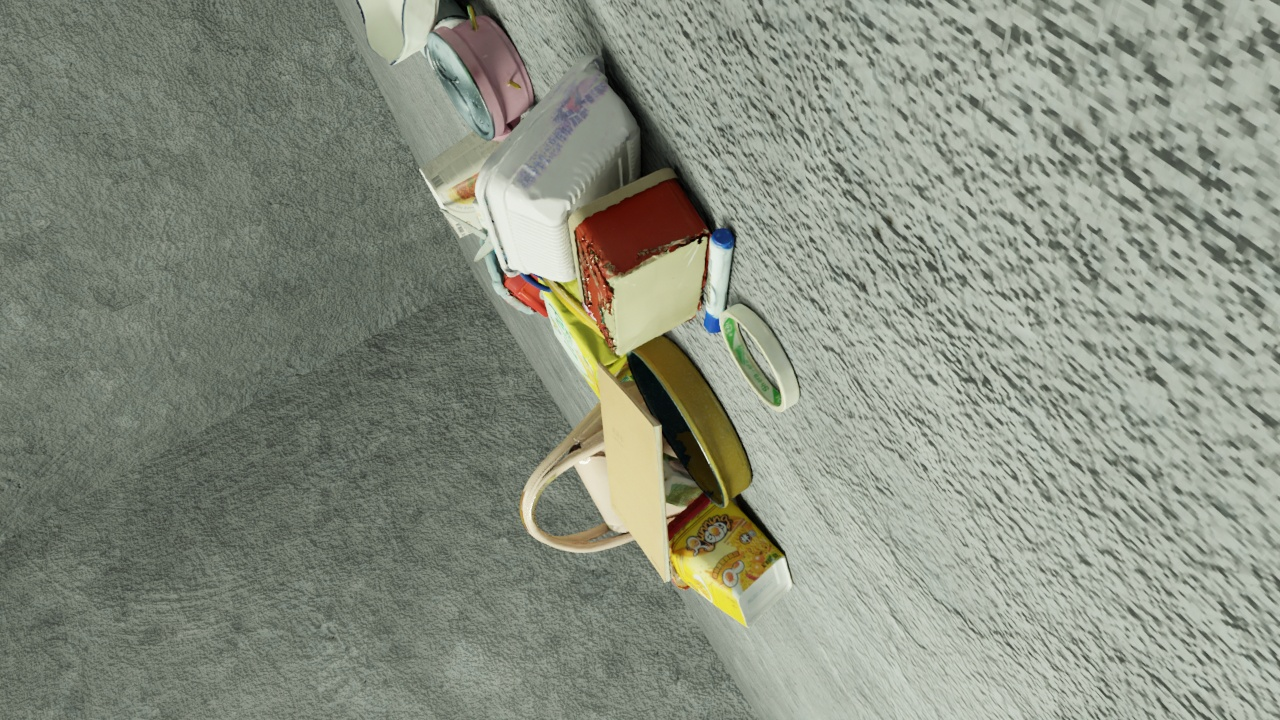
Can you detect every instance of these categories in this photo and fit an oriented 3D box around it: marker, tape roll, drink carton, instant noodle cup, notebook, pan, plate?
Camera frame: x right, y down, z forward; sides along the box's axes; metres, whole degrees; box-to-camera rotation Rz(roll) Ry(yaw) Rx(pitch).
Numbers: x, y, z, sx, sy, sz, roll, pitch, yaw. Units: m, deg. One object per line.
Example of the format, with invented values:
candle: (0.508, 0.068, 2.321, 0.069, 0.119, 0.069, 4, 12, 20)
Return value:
marker: (0.056, -0.055, 0.663, 0.017, 0.017, 0.146, 56, 170, 19)
tape roll: (0.086, -0.002, 0.673, 0.085, 0.014, 0.086, 57, 171, 14)
drink carton: (0.051, 0.147, 1.101, 0.122, 0.045, 0.053, 28, -163, -47)
instant noodle cup: (-0.196, -0.224, 1.137, 0.116, 0.124, 0.116, 51, 168, 46)
notebook: (-0.008, 0.123, 1.026, 0.149, 0.012, 0.212, 44, 145, 52)
instant noodle cup: (-0.051, -0.128, 0.694, 0.060, 0.137, 0.173, 35, 166, 12)
pan: (-0.006, 0.006, 0.992, 0.357, 0.078, 0.198, 58, 170, 7)
plate: (-0.251, -0.406, 0.919, 0.205, 0.045, 0.205, 41, 138, 51)
instant noodle cup: (0.102, 0.230, 1.058, 0.124, 0.116, 0.116, 37, 158, 39)

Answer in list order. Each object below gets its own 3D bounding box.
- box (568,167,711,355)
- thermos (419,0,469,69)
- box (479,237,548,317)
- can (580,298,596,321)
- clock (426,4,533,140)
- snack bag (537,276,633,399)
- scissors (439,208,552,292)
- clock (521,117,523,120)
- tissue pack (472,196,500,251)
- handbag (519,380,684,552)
box: (0.002, -0.061, 0.695, 0.077, 0.091, 0.168, 61, 172, 16)
thermos: (-0.251, -0.405, 1.048, 0.224, 0.073, 0.073, 53, 169, 36)
box: (-0.160, -0.120, 1.228, 0.098, 0.095, 0.201, 41, 179, 9)
can: (-0.022, -0.065, 0.887, 0.066, 0.066, 0.094, 61, 171, -9)
clock: (-0.163, -0.285, 0.939, 0.117, 0.059, 0.159, 56, 165, -6)
snack bag: (-0.060, -0.027, 1.211, 0.158, 0.068, 0.247, 56, 170, 16)
scissors: (-0.166, -0.138, 1.062, 0.174, 0.012, 0.163, 35, 155, 9)
clock: (-0.081, -0.163, 0.935, 0.161, 0.056, 0.116, 55, 171, 27)
tissue pack: (-0.124, -0.156, 1.068, 0.140, 0.063, 0.090, 21, 149, 31)
handbag: (-0.042, 0.155, 1.163, 0.093, 0.234, 0.193, 46, 164, 54)
